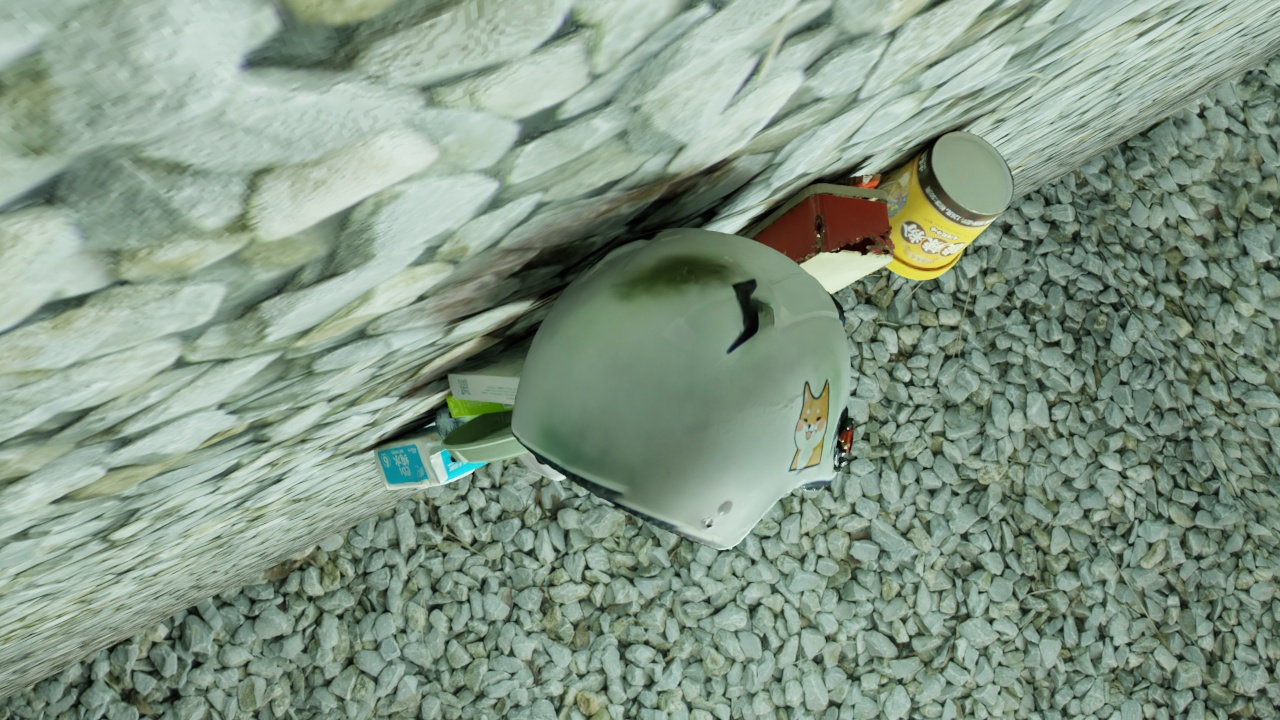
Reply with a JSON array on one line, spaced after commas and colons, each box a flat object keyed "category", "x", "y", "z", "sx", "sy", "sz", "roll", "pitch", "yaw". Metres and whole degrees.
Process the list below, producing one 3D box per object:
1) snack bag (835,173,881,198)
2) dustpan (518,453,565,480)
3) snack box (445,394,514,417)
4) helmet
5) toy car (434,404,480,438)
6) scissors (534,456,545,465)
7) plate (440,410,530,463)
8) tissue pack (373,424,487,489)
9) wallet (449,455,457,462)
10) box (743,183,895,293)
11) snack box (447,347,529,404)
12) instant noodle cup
[{"category": "snack bag", "x": 0.179, "y": -0.146, "z": 0.869, "sx": 0.048, "sy": 0.026, "sz": 0.104, "roll": -10, "pitch": 170, "yaw": -28}, {"category": "dustpan", "x": -0.109, "y": 0.062, "z": 1.271, "sx": 0.272, "sy": 0.139, "sz": 0.223, "roll": -39, "pitch": -170, "yaw": -18}, {"category": "snack box", "x": -0.126, "y": 0.028, "z": 0.926, "sx": 0.085, "sy": 0.026, "sz": 0.157, "roll": -23, "pitch": -172, "yaw": -35}, {"category": "helmet", "x": 0.043, "y": -0.012, "z": 0.637, "sx": 0.273, "sy": 0.230, "sz": 0.157, "roll": -27, "pitch": 138, "yaw": -46}, {"category": "toy car", "x": -0.192, "y": 0.063, "z": 1.009, "sx": 0.042, "sy": 0.034, "sz": 0.091, "roll": -25, "pitch": -168, "yaw": -39}, {"category": "scissors", "x": -0.154, "y": 0.085, "z": 1.120, "sx": 0.132, "sy": 0.019, "sz": 0.185, "roll": -15, "pitch": -146, "yaw": 5}, {"category": "plate", "x": -0.077, "y": 0.047, "z": 0.871, "sx": 0.230, "sy": 0.027, "sz": 0.230, "roll": -18, "pitch": -172, "yaw": 2}, {"category": "tissue pack", "x": -0.245, "y": 0.113, "z": 1.087, "sx": 0.140, "sy": 0.063, "sz": 0.089, "roll": -12, "pitch": -172, "yaw": 45}, {"category": "wallet", "x": -0.149, "y": 0.069, "z": 1.014, "sx": 0.121, "sy": 0.019, "sz": 0.097, "roll": -18, "pitch": -154, "yaw": 34}, {"category": "box", "x": 0.155, "y": -0.091, "z": 0.853, "sx": 0.091, "sy": 0.080, "sz": 0.169, "roll": 2, "pitch": 165, "yaw": -23}, {"category": "snack box", "x": -0.088, "y": 0.012, "z": 0.790, "sx": 0.084, "sy": 0.027, "sz": 0.157, "roll": -23, "pitch": -162, "yaw": -41}, {"category": "instant noodle cup", "x": 0.297, "y": -0.157, "z": 0.915, "sx": 0.118, "sy": 0.118, "sz": 0.115, "roll": -25, "pitch": 169, "yaw": -27}]
